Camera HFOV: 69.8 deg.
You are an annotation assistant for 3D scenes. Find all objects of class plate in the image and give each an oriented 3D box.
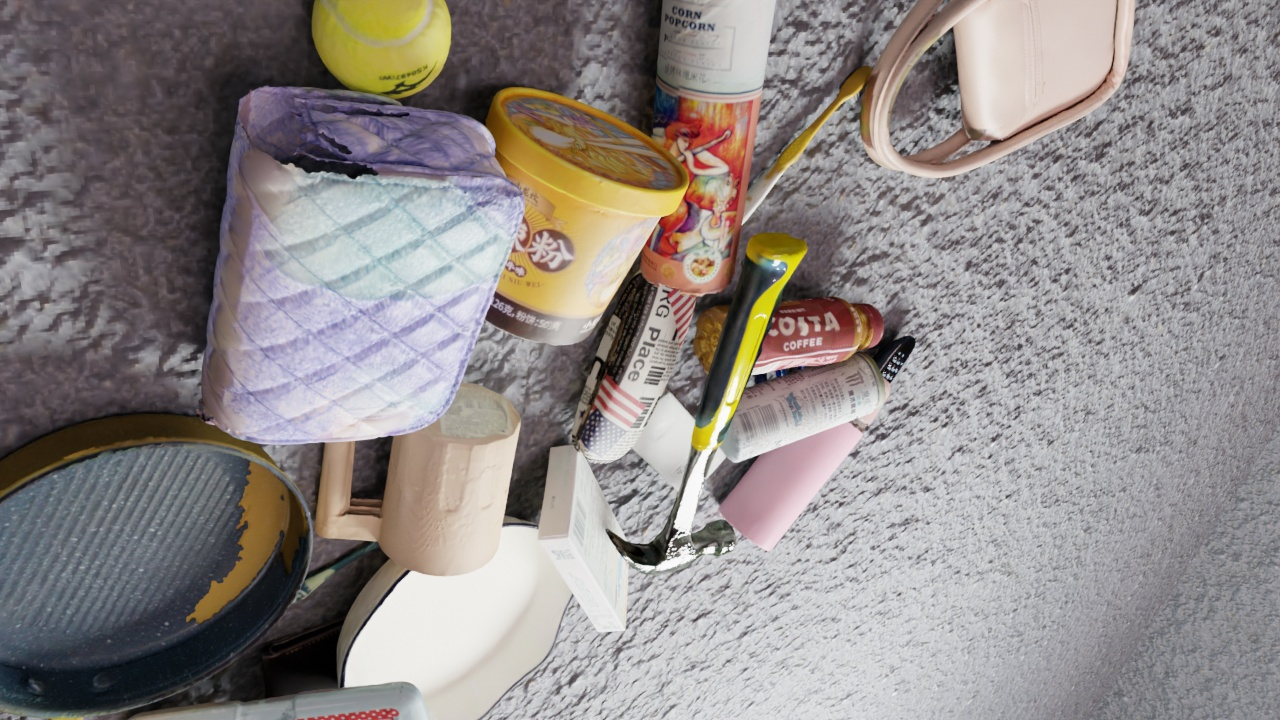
[{"bbox_3d":[-0.143,0.204,0.714,0.204,0.045,0.205,-24,131,-32],"label":"plate"}]

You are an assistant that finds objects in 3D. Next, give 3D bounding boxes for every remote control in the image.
[{"bbox_3d":[0.027,0.070,0.789,0.056,0.019,0.135,-46,139,-3],"label":"remote control"},{"bbox_3d":[0.229,0.029,0.927,0.136,0.024,0.053,-56,149,9],"label":"remote control"}]

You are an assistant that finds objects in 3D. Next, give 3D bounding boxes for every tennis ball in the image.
[{"bbox_3d":[-0.125,-0.160,0.443,0.065,0.065,0.066,-23,133,-27],"label":"tennis ball"}]

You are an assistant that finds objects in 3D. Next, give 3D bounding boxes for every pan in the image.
[{"bbox_3d":[-0.325,0.195,0.534,0.197,0.078,0.358,20,106,-46],"label":"pan"}]

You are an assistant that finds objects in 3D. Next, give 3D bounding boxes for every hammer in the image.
[{"bbox_3d":[0.054,0.049,0.698,0.126,0.032,0.324,-11,133,-31],"label":"hammer"}]

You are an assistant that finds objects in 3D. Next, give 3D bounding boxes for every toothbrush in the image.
[{"bbox_3d":[-0.239,0.164,0.632,0.191,0.018,0.016,-31,135,-19],"label":"toothbrush"},{"bbox_3d":[0.111,-0.149,0.696,0.191,0.016,0.018,-49,148,-1],"label":"toothbrush"}]

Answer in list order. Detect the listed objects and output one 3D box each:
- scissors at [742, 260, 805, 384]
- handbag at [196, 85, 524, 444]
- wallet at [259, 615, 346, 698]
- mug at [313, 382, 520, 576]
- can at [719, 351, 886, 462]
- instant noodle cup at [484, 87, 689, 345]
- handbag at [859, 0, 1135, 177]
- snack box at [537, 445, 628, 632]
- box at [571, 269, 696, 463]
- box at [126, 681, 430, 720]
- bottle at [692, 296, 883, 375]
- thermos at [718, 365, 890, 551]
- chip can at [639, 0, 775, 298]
[{"bbox_3d":[0.116,-0.026,0.799,0.132,0.012,0.173,-6,123,-36],"label":"scissors"},{"bbox_3d":[-0.150,-0.041,0.477,0.134,0.075,0.194,-3,138,-35],"label":"handbag"},{"bbox_3d":[-0.236,0.246,0.699,0.096,0.020,0.122,-17,130,-38],"label":"wallet"},{"bbox_3d":[-0.147,0.074,0.607,0.124,0.084,0.104,8,117,-15],"label":"mug"},{"bbox_3d":[0.136,0.039,0.800,0.146,0.058,0.058,-18,132,-14],"label":"can"},{"bbox_3d":[-0.049,-0.081,0.539,0.118,0.118,0.115,1,128,-41],"label":"instant noodle cup"},{"bbox_3d":[0.270,-0.239,0.718,0.234,0.093,0.193,-39,139,-3],"label":"handbag"},{"bbox_3d":[-0.042,0.147,0.741,0.027,0.084,0.157,-8,137,12],"label":"snack box"},{"bbox_3d":[-0.007,0.002,0.693,0.068,0.052,0.164,15,103,-35],"label":"box"},{"bbox_3d":[-0.240,0.288,0.646,0.201,0.058,0.161,-7,133,-2],"label":"box"},{"bbox_3d":[0.128,-0.022,0.759,0.174,0.057,0.058,-7,125,-34],"label":"bottle"},{"bbox_3d":[0.152,0.081,0.878,0.087,0.067,0.199,34,97,-20],"label":"thermos"},{"bbox_3d":[0.041,-0.150,0.592,0.071,0.071,0.215,-19,132,-30],"label":"chip can"}]
